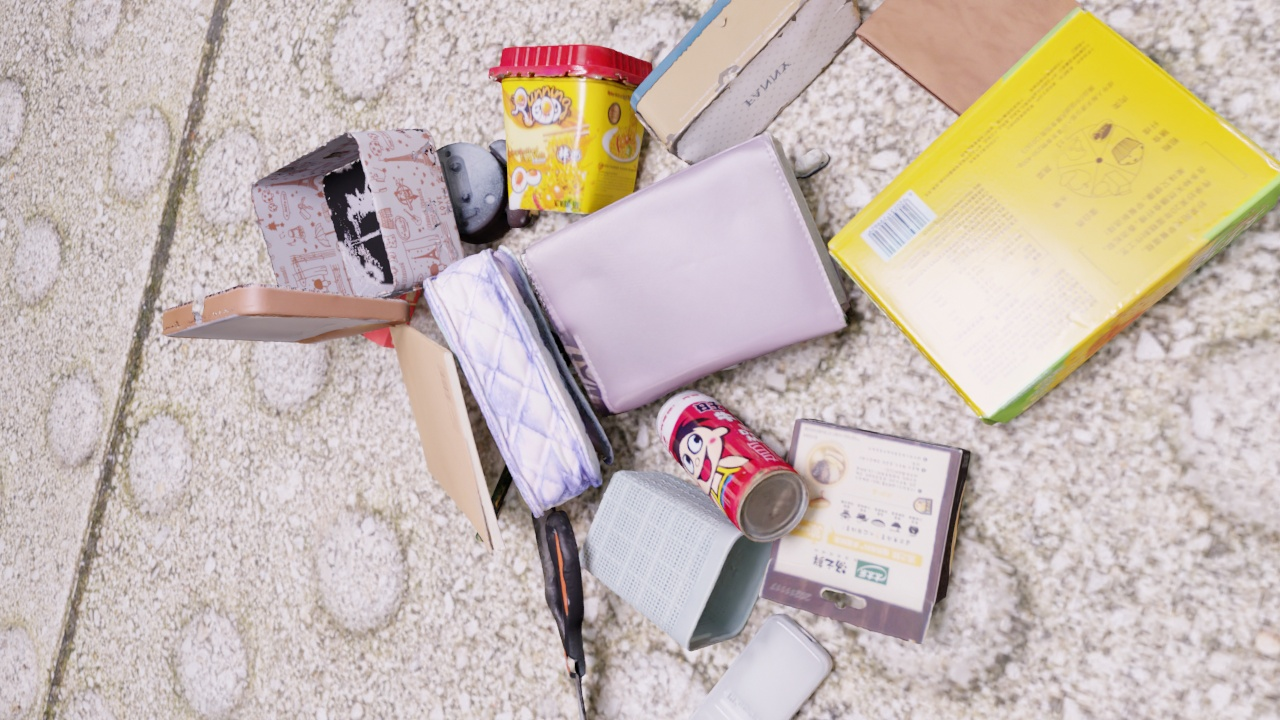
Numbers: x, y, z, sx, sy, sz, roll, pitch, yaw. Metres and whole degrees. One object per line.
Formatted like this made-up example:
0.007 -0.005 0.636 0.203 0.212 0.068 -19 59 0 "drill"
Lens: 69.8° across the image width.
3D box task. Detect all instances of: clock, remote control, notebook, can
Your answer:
-0.138 -0.146 0.798 0.122 0.055 0.082 -17 81 10 "clock"
0.080 0.247 0.660 0.056 0.020 0.136 40 103 25 "remote control"
-0.158 0.047 0.718 0.212 0.012 0.149 21 126 63 "notebook"
0.060 0.069 0.640 0.053 0.053 0.133 -61 32 10 "can"

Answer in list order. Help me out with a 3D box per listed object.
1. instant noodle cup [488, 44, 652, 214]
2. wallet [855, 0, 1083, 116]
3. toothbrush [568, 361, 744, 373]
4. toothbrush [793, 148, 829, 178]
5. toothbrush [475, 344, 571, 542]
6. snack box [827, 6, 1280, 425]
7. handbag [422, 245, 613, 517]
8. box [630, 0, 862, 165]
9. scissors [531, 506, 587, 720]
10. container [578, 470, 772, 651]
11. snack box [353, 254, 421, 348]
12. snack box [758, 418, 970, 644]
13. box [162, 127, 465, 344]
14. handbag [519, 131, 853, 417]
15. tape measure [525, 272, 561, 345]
-0.053 -0.180 0.735 0.116 0.115 0.124 9 100 29 "instant noodle cup"
0.224 -0.234 0.635 0.101 0.020 0.115 -47 68 16 "wallet"
-0.004 0.004 0.729 0.180 0.016 0.016 -4 87 23 "toothbrush"
0.066 -0.108 0.710 0.181 0.018 0.015 -33 75 24 "toothbrush"
-0.100 0.073 0.783 0.017 0.012 0.186 27 98 24 "toothbrush"
0.249 -0.084 0.574 0.210 0.070 0.157 -44 66 17 "snack box"
-0.088 0.012 0.683 0.075 0.134 0.194 -25 99 -5 "handbag"
0.083 -0.224 0.672 0.184 0.089 0.060 -45 65 15 "box"
-0.055 0.206 0.693 0.021 0.211 0.221 -8 56 -13 "scissors"
0.026 0.138 0.665 0.111 0.090 0.090 26 97 31 "container"
-0.235 -0.094 0.868 0.075 0.025 0.153 25 97 28 "snack box"
0.151 0.110 0.617 0.113 0.053 0.125 10 90 30 "snack box"
-0.277 -0.085 0.737 0.184 0.192 0.156 -10 96 41 "box"
0.036 -0.058 0.664 0.197 0.098 0.145 -22 89 17 "handbag"
-0.087 -0.042 0.770 0.066 0.033 0.065 -12 67 28 "tape measure"
